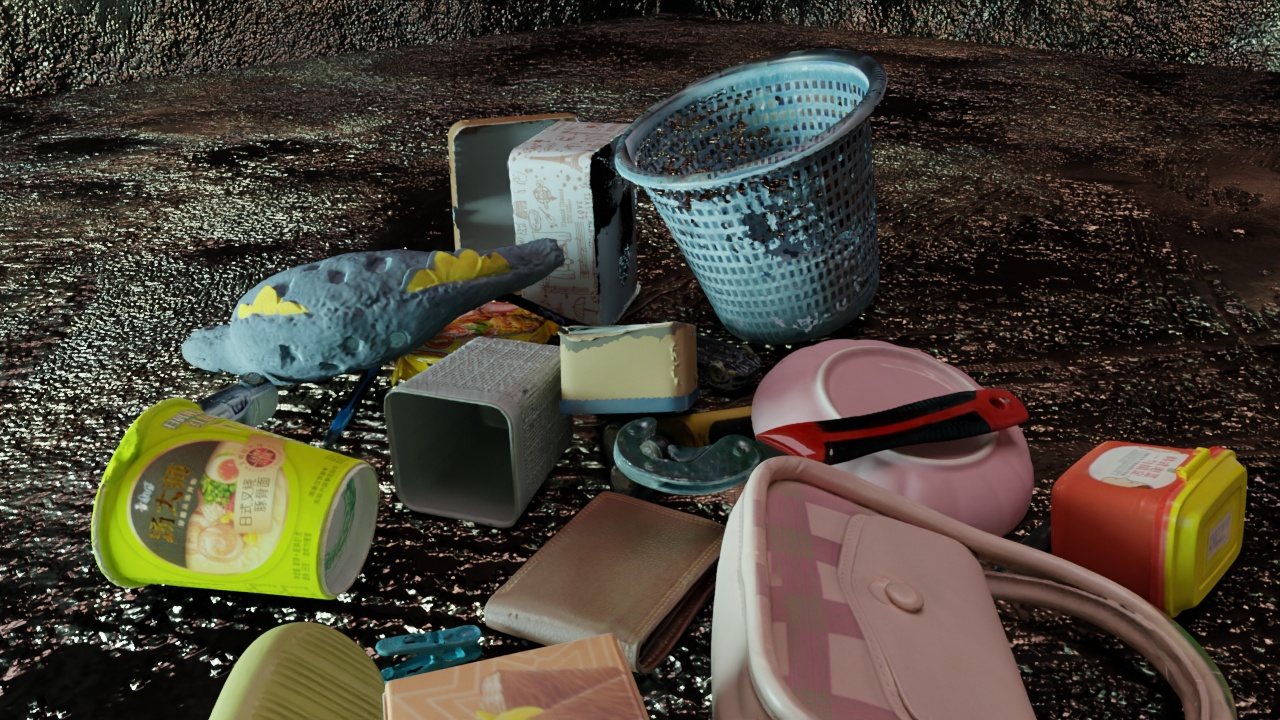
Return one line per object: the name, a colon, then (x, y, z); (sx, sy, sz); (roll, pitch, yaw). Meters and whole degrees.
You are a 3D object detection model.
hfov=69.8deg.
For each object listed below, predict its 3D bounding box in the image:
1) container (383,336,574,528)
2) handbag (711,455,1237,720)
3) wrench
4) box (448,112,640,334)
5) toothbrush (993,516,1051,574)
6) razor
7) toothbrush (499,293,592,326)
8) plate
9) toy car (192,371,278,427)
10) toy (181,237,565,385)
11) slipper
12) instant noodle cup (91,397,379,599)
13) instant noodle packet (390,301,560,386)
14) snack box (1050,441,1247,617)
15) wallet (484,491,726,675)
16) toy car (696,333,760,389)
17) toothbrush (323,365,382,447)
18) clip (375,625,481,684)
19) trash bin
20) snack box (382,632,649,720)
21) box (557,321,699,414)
container: (-0.101, 0.041, 0.626); (0.090, 0.090, 0.114); (8, 26, 17)
handbag: (0.152, 0.141, 0.435); (0.234, 0.093, 0.193); (7, 29, 3)
wrench: (0.117, 0.044, 0.547); (0.273, 0.016, 0.056); (-6, 42, -18)
box: (-0.100, -0.136, 0.868); (0.178, 0.183, 0.152); (6, 28, 15)
toothbrush: (0.270, 0.094, 0.579); (0.180, 0.018, 0.016); (-26, 39, -37)
razor: (0.055, 0.055, 0.630); (0.167, 0.062, 0.068); (-9, -4, -26)
toothbrush: (-0.087, -0.041, 0.787); (0.189, 0.014, 0.016); (23, 53, -10)
plate: (0.172, 0.041, 0.612); (0.192, 0.039, 0.192); (7, 37, -6)
toy car: (-0.308, 0.043, 0.683); (0.034, 0.043, 0.090); (28, 36, 21)
toy: (-0.239, -0.035, 0.732); (0.357, 0.091, 0.137); (-14, 9, 15)
slipper: (-0.158, 0.193, 0.353); (0.082, 0.091, 0.190); (-34, 26, 27)
instant noodle cup: (-0.223, 0.086, 0.531); (0.123, 0.112, 0.111); (9, 28, 5)
instant noodle packet: (-0.141, -0.012, 0.782); (0.111, 0.044, 0.128); (3, 27, 17)
snack box: (0.287, 0.088, 0.524); (0.091, 0.082, 0.080); (-22, 24, -36)
wallet: (-0.013, 0.123, 0.523); (0.101, 0.032, 0.124); (11, 29, 30)
toy car: (0.048, -0.001, 0.760); (0.106, 0.031, 0.048); (21, 31, 33)
toothbrush: (-0.227, 0.019, 0.762); (0.014, 0.016, 0.189); (8, 30, -1)
clip: (-0.110, 0.153, 0.479); (0.056, 0.040, 0.014); (-5, 27, -23)
trash bin: (0.115, -0.129, 0.795); (0.227, 0.195, 0.226); (-16, 34, 11)
snack box: (-0.043, 0.174, 0.353); (0.094, 0.093, 0.077); (-9, 28, -14)
box: (-0.004, 0.004, 0.647); (0.090, 0.061, 0.184); (-2, 3, 9)
